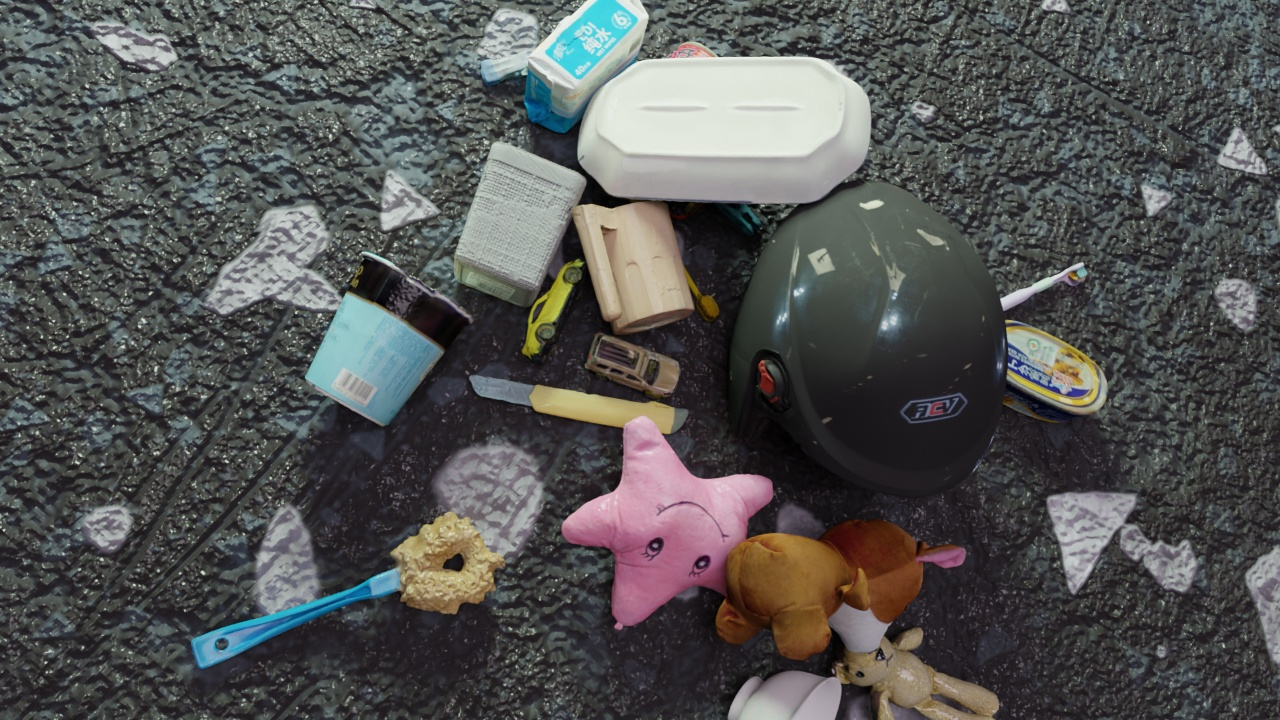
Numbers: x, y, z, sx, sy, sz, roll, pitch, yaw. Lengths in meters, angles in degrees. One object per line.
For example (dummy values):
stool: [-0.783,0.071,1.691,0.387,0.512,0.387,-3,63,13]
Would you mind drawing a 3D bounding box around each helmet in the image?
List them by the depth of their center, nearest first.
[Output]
helmet: [0.203,-0.020,0.808,0.233,0.231,0.274,-5,40,-14]

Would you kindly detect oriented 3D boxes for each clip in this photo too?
clip: [-0.128,-0.288,0.903,0.057,0.033,0.025,-16,79,-12]
clip: [0.099,-0.150,0.925,0.056,0.014,0.040,46,73,0]

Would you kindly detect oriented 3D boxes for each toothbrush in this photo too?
toothbrush: [0.022,-0.120,0.900,0.015,0.017,0.190,-31,86,-18]
toothbrush: [0.393,-0.060,0.969,0.189,0.029,0.021,-23,43,-15]

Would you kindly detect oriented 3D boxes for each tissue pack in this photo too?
tissue pack: [-0.054,-0.291,0.882,0.063,0.090,0.139,41,73,2]

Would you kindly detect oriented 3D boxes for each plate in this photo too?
plate: [0.071,-0.217,0.821,0.266,0.034,0.161,5,64,13]

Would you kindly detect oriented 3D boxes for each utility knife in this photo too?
utility knife: [-0.055,0.040,0.846,0.207,0.021,0.031,12,72,-16]

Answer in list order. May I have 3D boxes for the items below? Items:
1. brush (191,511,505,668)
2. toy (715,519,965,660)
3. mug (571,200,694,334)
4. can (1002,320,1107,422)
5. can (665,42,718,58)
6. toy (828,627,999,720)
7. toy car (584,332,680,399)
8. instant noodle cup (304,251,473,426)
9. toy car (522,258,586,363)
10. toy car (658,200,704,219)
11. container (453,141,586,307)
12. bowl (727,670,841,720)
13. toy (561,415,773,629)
brush: [-0.239,0.197,0.763,0.254,0.046,0.083,-18,86,-12]
toy: [0.170,0.196,0.789,0.199,0.140,0.130,-13,92,-33]
mug: [-0.010,-0.084,0.835,0.084,0.124,0.103,-20,82,28]
can: [0.400,0.011,0.937,0.148,0.049,0.074,26,74,-6]
can: [0.037,-0.260,0.908,0.066,0.067,0.093,36,73,-3]
toy: [0.250,0.293,0.832,0.157,0.066,0.105,27,68,1]
toy car: [-0.005,0.005,0.857,0.090,0.035,0.042,21,75,-10]
instant noodle cup: [-0.220,-0.013,0.783,0.111,0.111,0.120,31,82,-5]
toy car: [-0.080,-0.048,0.846,0.032,0.048,0.105,24,74,6]
toy car: [0.063,-0.184,0.914,0.106,0.031,0.049,-39,83,-12]
container: [-0.113,-0.118,0.833,0.090,0.090,0.114,21,77,-7]
bowl: [0.115,0.312,0.792,0.065,0.118,0.118,24,69,35]
toy: [0.030,0.160,0.810,0.194,0.075,0.178,30,87,-16]
